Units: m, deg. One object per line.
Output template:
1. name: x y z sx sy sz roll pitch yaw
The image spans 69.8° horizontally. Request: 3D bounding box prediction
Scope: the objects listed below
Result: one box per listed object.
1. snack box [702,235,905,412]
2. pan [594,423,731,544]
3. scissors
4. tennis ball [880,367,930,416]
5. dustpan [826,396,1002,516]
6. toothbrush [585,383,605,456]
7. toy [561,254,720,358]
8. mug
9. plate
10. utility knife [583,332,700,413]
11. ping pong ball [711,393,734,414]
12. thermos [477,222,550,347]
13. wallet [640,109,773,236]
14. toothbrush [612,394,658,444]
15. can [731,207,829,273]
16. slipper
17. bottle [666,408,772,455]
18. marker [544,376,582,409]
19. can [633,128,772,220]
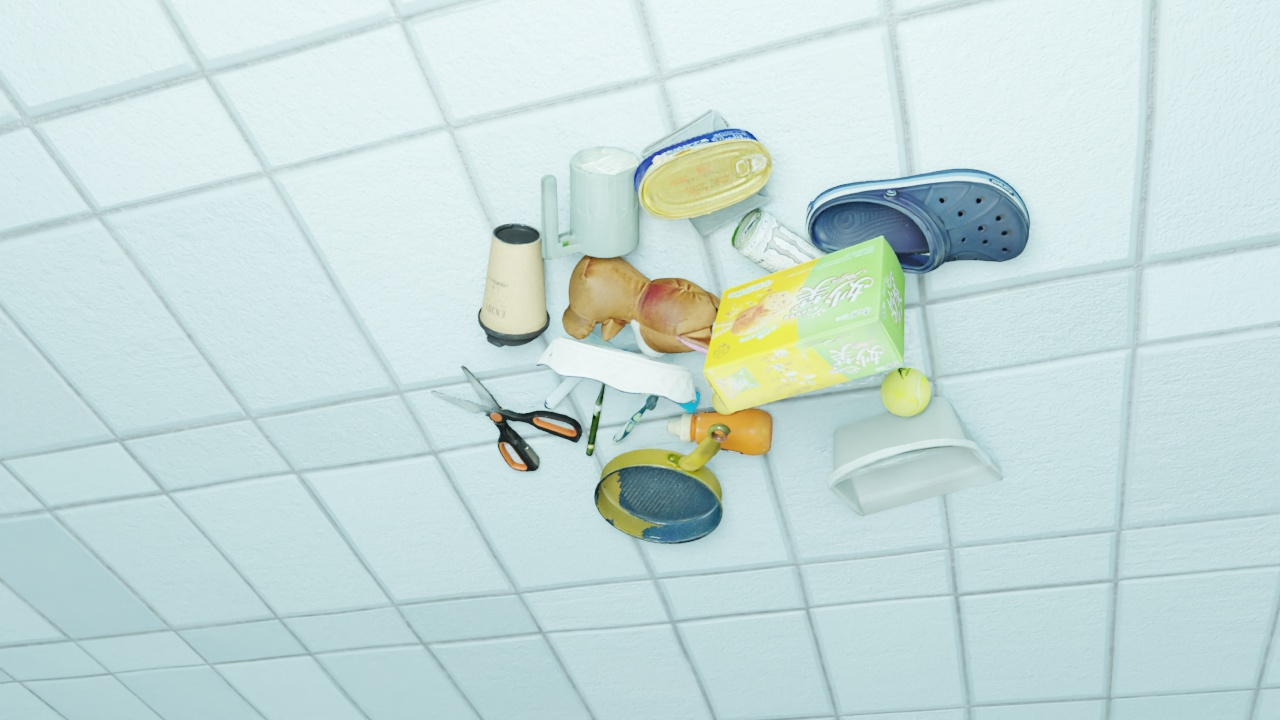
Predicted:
1. snack box: 0.184 -0.040 1.027 0.211 0.157 0.070 -18 123 30
2. pan: 0.053 0.173 1.336 0.197 0.078 0.359 20 136 -8
3. scissors: -0.190 0.087 1.346 0.232 0.021 0.221 4 134 13
4. tennis ball: 0.353 0.042 1.221 0.065 0.065 0.066 3 131 3
5. dustpan: 0.374 0.163 1.277 0.223 0.142 0.258 -20 124 22
6. toothbrush: -0.066 0.073 1.331 0.017 0.012 0.186 14 131 2
7. toy: 0.006 -0.057 1.124 0.199 0.139 0.131 11 133 5
8. mug: -0.058 -0.177 1.051 0.123 0.083 0.104 -20 134 -26
9. plate: -0.026 0.010 1.154 0.205 0.205 0.045 14 93 -6
10. utility knife: -0.007 0.007 1.264 0.223 0.018 0.034 32 125 -18
11. ping pong ball: 0.119 0.055 1.275 0.040 0.040 0.040 3 131 3
12. thermos: -0.157 -0.094 1.150 0.093 0.092 0.143 7 124 0
13. wallet: 0.079 -0.212 1.052 0.107 0.036 0.130 -25 124 25
14. toothbrush: -0.009 0.088 1.294 0.016 0.018 0.192 14 152 -13
15. can: 0.183 -0.123 1.103 0.146 0.058 0.058 30 127 -19
16. slipper: 0.316 -0.153 1.042 0.253 0.095 0.105 3 133 8
17. bottle: 0.111 0.099 1.304 0.150 0.066 0.067 3 131 14
18. marker: -0.096 0.028 1.289 0.018 0.022 0.131 46 123 1
19. can: 0.066 -0.203 1.000 0.148 0.049 0.075 -18 122 2
